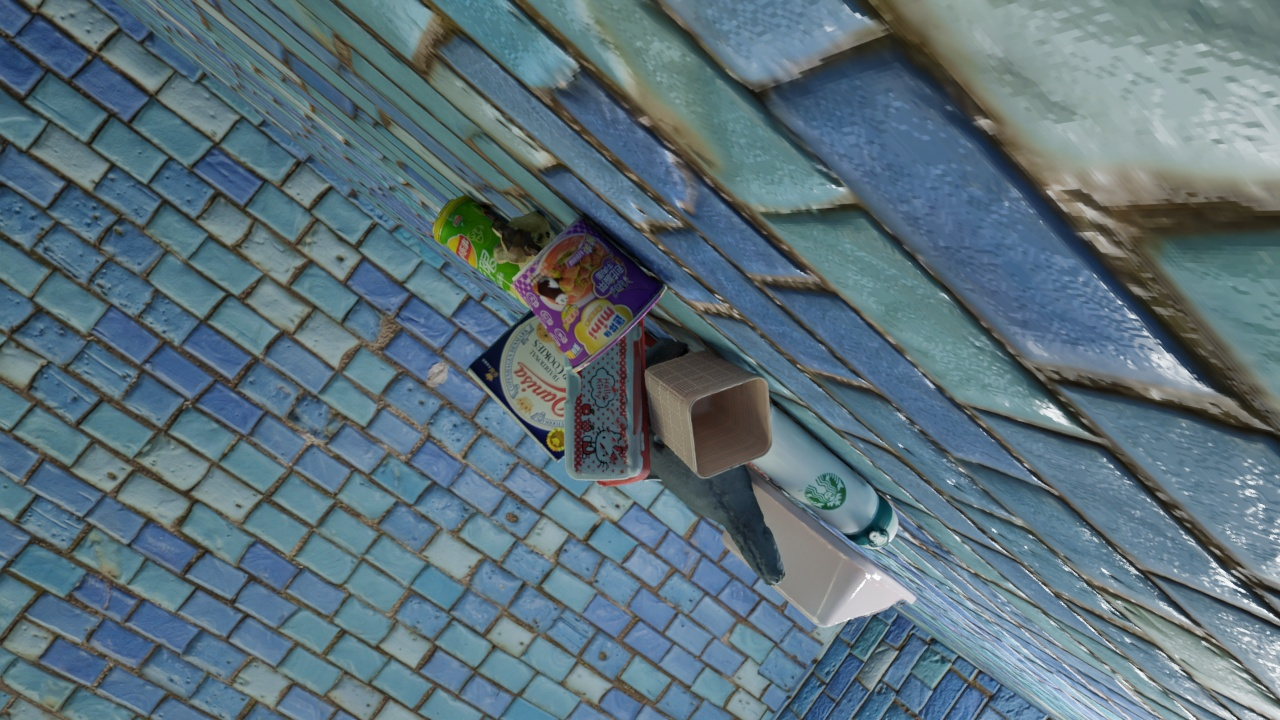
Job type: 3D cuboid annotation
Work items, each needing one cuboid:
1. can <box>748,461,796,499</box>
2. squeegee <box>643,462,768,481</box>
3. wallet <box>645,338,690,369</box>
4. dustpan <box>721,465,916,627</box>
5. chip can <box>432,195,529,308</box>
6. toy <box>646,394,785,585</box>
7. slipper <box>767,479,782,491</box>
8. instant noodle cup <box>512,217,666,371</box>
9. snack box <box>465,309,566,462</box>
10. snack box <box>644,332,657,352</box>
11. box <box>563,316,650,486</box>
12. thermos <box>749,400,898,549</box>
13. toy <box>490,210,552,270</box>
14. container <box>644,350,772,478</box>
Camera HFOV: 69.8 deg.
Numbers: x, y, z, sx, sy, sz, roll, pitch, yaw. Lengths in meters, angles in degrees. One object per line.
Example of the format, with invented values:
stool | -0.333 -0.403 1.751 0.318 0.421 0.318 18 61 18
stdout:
can | 0.177 0.128 1.186 0.132 0.053 0.053 39 175 -16
squeegee | 0.055 0.089 1.271 0.246 0.039 0.246 4 -159 -32
wallet | 0.007 0.014 1.074 0.019 0.097 0.121 48 173 -11
dustpan | 0.224 0.202 1.100 0.222 0.139 0.272 36 -154 30
chip can | -0.153 -0.117 1.138 0.221 0.072 0.072 36 175 10
toy | 0.047 0.111 1.047 0.356 0.091 0.138 41 145 41
slipper | 0.116 0.153 1.356 0.268 0.083 0.110 49 -167 32
instant noodle cup | -0.050 -0.061 0.798 0.099 0.111 0.111 47 174 -10
snack box | -0.110 0.015 1.255 0.178 0.182 0.046 48 175 -13
snack box | -0.007 0.007 1.175 0.080 0.091 0.082 30 175 -1
box | -0.042 0.029 0.973 0.091 0.201 0.095 11 159 -39
thermos | 0.195 0.131 1.013 0.224 0.073 0.073 39 175 -19
toy | -0.100 -0.109 0.957 0.105 0.066 0.157 27 178 17
container | 0.064 0.048 0.931 0.111 0.090 0.090 36 139 57
